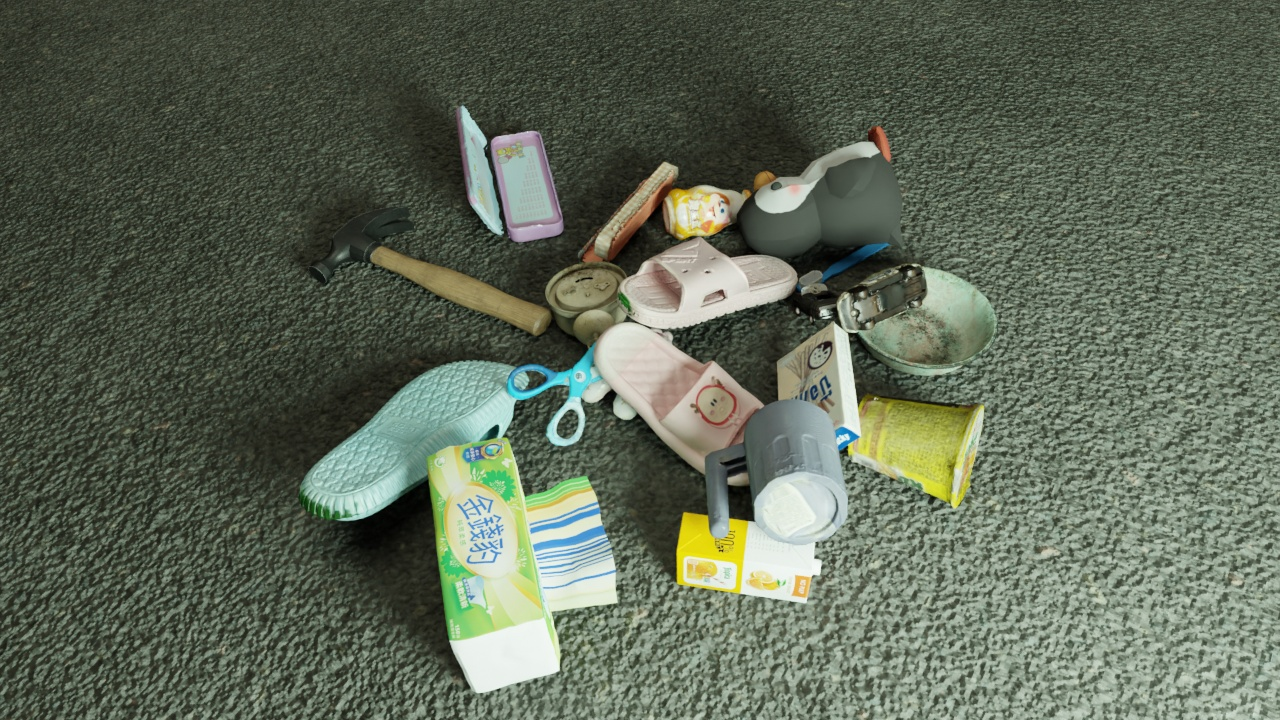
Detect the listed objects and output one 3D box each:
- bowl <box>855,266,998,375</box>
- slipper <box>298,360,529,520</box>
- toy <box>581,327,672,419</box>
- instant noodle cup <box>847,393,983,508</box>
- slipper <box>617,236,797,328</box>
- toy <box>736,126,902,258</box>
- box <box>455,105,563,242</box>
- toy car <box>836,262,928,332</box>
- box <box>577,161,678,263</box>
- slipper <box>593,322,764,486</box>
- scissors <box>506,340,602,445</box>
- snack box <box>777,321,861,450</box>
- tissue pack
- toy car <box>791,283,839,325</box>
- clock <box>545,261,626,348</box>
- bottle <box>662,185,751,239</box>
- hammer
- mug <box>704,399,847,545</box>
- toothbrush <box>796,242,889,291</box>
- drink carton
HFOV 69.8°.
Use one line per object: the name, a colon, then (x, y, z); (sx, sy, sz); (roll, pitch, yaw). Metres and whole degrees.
bowl: (0.305, -0.038, 1.006); (0.157, 0.039, 0.157); (-2, 48, 2)
slipper: (-0.216, 0.082, 0.905); (0.116, 0.070, 0.275); (18, 37, 23)
toy: (-0.006, 0.006, 0.984); (0.076, 0.037, 0.125); (29, 60, 21)
instant noodle cup: (0.260, 0.078, 0.873); (0.108, 0.102, 0.102); (15, 50, 27)
slipper: (0.078, -0.097, 1.015); (0.238, 0.065, 0.094); (-13, 39, -32)
toy: (0.209, -0.173, 1.089); (0.184, 0.159, 0.140); (-19, 86, 0)
box: (-0.180, -0.243, 1.202); (0.140, 0.062, 0.214); (16, 39, -31)
toy car: (0.255, -0.068, 0.978); (0.112, 0.048, 0.040); (-23, 19, -17)
box: (-0.013, -0.186, 1.147); (0.077, 0.055, 0.186); (-7, 36, 43)
slipper: (0.050, 0.035, 0.920); (0.221, 0.056, 0.106); (38, 55, 12)
scissors: (-0.075, 0.013, 0.940); (0.113, 0.013, 0.140); (32, 70, 0)
snack box: (0.174, 0.036, 0.912); (0.026, 0.082, 0.149); (35, 37, -24)
tissue pack: (-0.098, 0.166, 0.798); (0.141, 0.120, 0.197); (-13, 55, -7)
toy car: (0.199, -0.065, 1.019); (0.040, 0.037, 0.092); (-11, 15, -5)
clock: (-0.054, -0.053, 1.029); (0.093, 0.055, 0.140); (-12, 42, -1)
bottle: (0.084, -0.186, 1.138); (0.109, 0.063, 0.063); (-9, 48, -6)
hammer: (-0.238, -0.100, 1.096); (0.306, 0.040, 0.132); (22, 56, 21)
mug: (0.115, 0.103, 0.801); (0.124, 0.084, 0.103); (-18, 28, 14)
toothbrush: (0.251, -0.122, 1.102); (0.166, 0.014, 0.016); (-30, 53, -23)
drink carton: (0.095, 0.175, 0.811); (0.122, 0.059, 0.040); (6, 48, 9)
